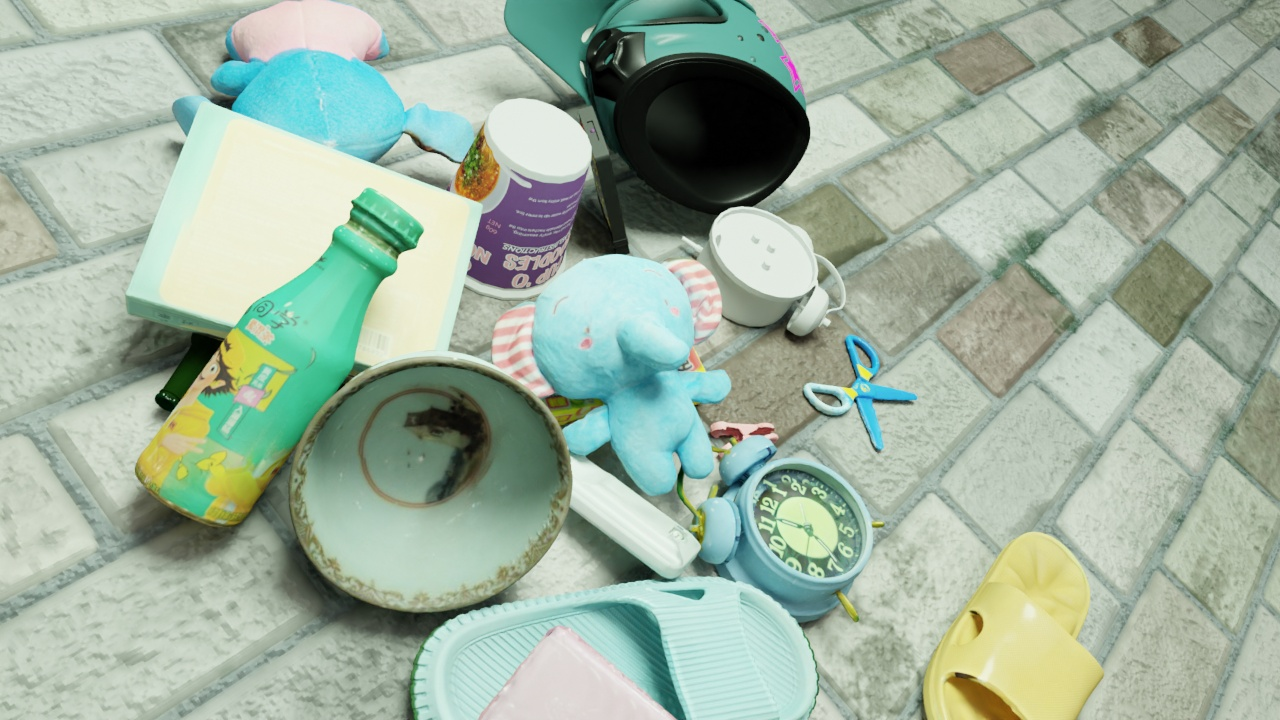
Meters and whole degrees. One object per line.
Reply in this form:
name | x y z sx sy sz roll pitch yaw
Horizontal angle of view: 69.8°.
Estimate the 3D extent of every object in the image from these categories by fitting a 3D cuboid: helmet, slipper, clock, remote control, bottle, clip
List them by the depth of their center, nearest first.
bottle | -0.204 -0.006 0.538 0.068 0.068 0.209 35 86 0
slipper | 0.000 0.189 0.567 0.275 0.070 0.115 2 61 -24
bottle | -0.277 -0.016 0.607 0.033 0.033 0.122 27 48 -7
remote control | -0.019 0.099 0.637 0.133 0.022 0.050 35 24 14
clock | 0.098 0.121 0.680 0.162 0.060 0.117 27 49 -1
slipper | 0.296 0.213 0.697 0.099 0.079 0.262 43 44 9
clip | 0.081 0.059 0.745 0.059 0.023 0.045 -29 74 -33
remote control | -0.030 -0.148 0.774 0.013 0.133 0.058 -17 60 -2
helmet | 0.022 -0.260 0.828 0.274 0.177 0.200 17 36 -45
clock | 0.122 -0.083 0.845 0.159 0.061 0.119 7 53 -22

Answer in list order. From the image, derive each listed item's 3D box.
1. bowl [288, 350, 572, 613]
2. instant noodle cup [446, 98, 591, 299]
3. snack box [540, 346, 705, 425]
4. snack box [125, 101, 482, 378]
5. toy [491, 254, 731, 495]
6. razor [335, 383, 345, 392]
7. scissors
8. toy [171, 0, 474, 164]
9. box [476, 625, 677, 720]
bowl | -0.130 0.062 0.568 0.159 0.160 0.094 11 11 -20
instant noodle cup | -0.104 -0.134 0.724 0.136 0.122 0.121 6 54 -23
snack box | -0.022 0.007 0.726 0.152 0.025 0.075 -7 59 -31
snack box | -0.214 -0.070 0.610 0.193 0.044 0.141 18 67 -22
toy | -0.004 0.004 0.652 0.183 0.115 0.180 -19 74 -23
razor | -0.170 0.033 0.633 0.144 0.021 0.044 20 31 -14
scissors | 0.201 0.026 0.836 0.126 0.013 0.125 4 53 -20
toy | -0.247 -0.215 0.729 0.223 0.099 0.191 -5 52 -19
box | -0.010 0.279 0.477 0.232 0.040 0.178 38 72 4
